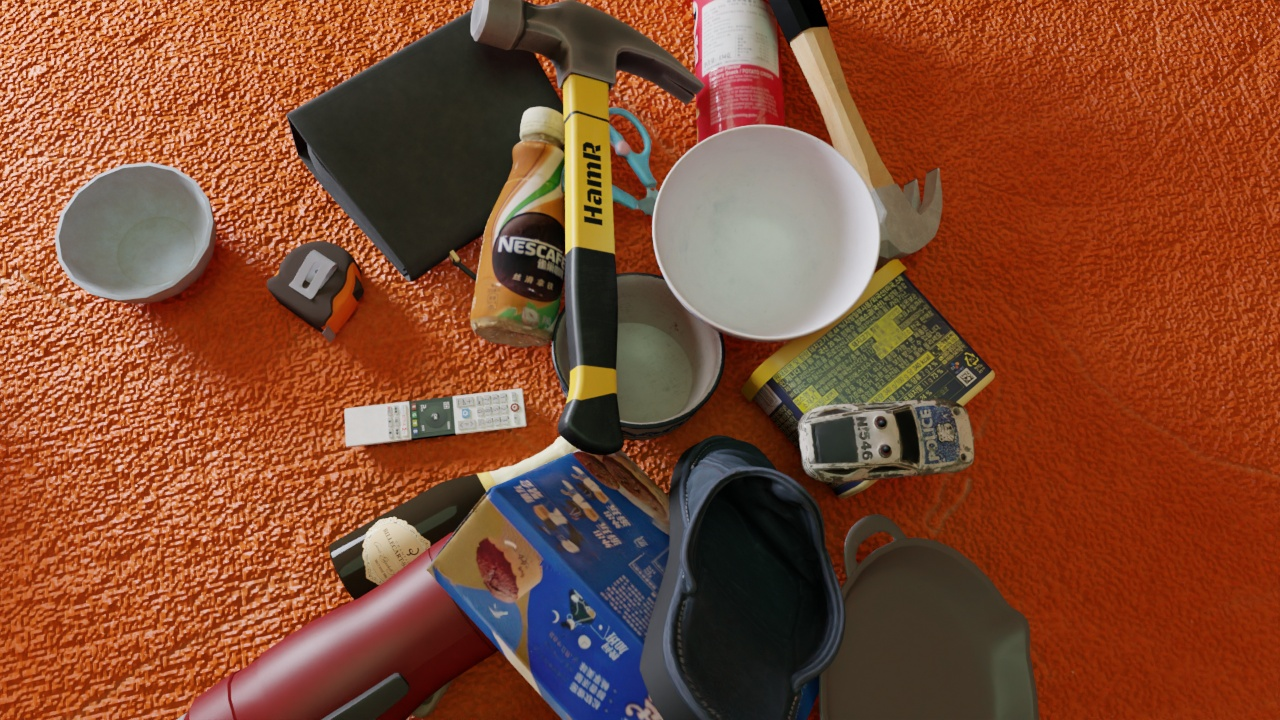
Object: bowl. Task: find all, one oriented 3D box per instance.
[{"bbox_3d":[0.078,-0.074,0.612,0.144,0.074,0.143,0,77,-1],"label":"bowl"},{"bbox_3d":[-0.355,-0.085,0.659,0.106,0.039,0.106,1,72,-3],"label":"bowl"},{"bbox_3d":[-0.004,0.004,0.634,0.115,0.059,0.115,2,64,-5],"label":"bowl"}]

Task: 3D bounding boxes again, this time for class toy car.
[{"bbox_3d":[0.154,0.048,0.567,0.112,0.041,0.048,-4,77,-8],"label":"toy car"}]

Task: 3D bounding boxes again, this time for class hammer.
[{"bbox_3d":[-0.030,-0.097,0.611,0.169,0.034,0.324,7,69,-26],"label":"hammer"},{"bbox_3d":[0.130,-0.226,0.679,0.130,0.039,0.328,-19,86,-37],"label":"hammer"}]

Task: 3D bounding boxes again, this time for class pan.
[{"bbox_3d":[0.197,0.265,0.556,0.216,0.024,0.354,-19,85,-38],"label":"pan"}]

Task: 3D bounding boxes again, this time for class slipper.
[{"bbox_3d":[0.072,0.104,0.514,0.109,0.265,0.084,39,112,-5],"label":"slipper"}]

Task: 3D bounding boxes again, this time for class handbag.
[{"bbox_3d":[-0.122,-0.132,0.677,0.175,0.072,0.196,-37,91,-17],"label":"handbag"}]

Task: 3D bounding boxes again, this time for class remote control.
[{"bbox_3d":[-0.143,0.041,0.643,0.124,0.012,0.028,-6,72,-5],"label":"remote control"}]

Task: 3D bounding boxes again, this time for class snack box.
[{"bbox_3d":[0.002,0.149,0.533,0.202,0.154,0.069,44,110,12],"label":"snack box"}]

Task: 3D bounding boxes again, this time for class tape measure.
[{"bbox_3d":[-0.229,-0.055,0.656,0.058,0.038,0.058,34,73,8],"label":"tape measure"}]

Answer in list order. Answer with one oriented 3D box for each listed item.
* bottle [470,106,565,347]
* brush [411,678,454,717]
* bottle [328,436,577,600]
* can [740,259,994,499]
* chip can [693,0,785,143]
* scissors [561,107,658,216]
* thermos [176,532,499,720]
[{"bbox_3d":[-0.078,-0.095,0.640,0.059,0.059,0.167,7,77,-1],"label":"bottle"},{"bbox_3d":[-0.101,0.168,0.603,0.039,0.012,0.151,37,74,8],"label":"brush"},{"bbox_3d":[-0.111,0.095,0.609,0.184,0.045,0.045,-29,75,-12],"label":"bottle"},{"bbox_3d":[0.157,0.015,0.635,0.135,0.075,0.104,-37,80,-14],"label":"can"},{"bbox_3d":[0.076,-0.213,0.706,0.073,0.073,0.232,1,73,-3],"label":"chip can"},{"bbox_3d":[-0.005,-0.116,0.684,0.095,0.015,0.142,-35,89,-18],"label":"scissors"},{"bbox_3d":[-0.172,0.192,0.536,0.198,0.108,0.084,-34,103,-9],"label":"thermos"}]
